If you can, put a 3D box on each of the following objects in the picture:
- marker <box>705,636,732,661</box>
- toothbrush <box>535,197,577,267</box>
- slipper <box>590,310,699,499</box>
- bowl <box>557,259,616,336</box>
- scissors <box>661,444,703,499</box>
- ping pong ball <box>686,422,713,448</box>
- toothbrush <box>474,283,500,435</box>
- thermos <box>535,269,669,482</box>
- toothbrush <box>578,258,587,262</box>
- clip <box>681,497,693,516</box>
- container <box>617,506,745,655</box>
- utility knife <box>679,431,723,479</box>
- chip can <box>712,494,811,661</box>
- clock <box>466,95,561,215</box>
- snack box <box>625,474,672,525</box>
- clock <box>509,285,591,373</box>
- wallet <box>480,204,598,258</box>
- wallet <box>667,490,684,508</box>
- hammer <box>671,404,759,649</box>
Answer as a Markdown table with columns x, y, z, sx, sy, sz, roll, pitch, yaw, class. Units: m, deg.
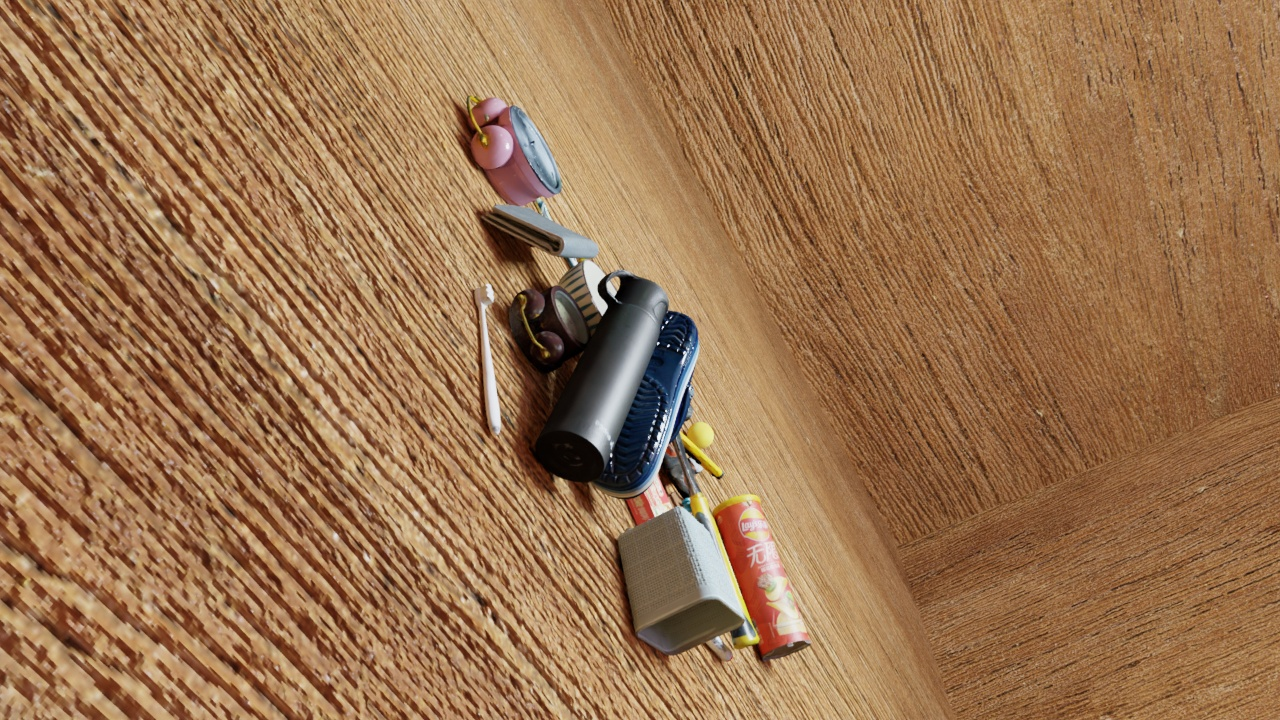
| x | y | z | sx | sy | sz | roll | pitch | yaw | class |
| --- | --- | --- | --- | --- | --- | --- | --- | --- | --- |
| 0.067 | 0.298 | 1.025 | 0.145 | 0.017 | 0.017 | 53 | 18 | -36 | marker |
| -0.125 | -0.199 | 1.206 | 0.191 | 0.018 | 0.016 | 61 | 15 | -11 | toothbrush |
| -0.003 | 0.049 | 0.989 | 0.095 | 0.105 | 0.252 | 79 | 25 | -44 | slipper |
| -0.063 | -0.053 | 1.074 | 0.116 | 0.066 | 0.116 | 56 | 16 | -25 | bowl |
| 0.059 | 0.133 | 1.270 | 0.139 | 0.022 | 0.234 | 55 | 10 | -9 | scissors |
| 0.090 | 0.113 | 1.375 | 0.040 | 0.040 | 0.040 | 56 | 16 | -26 | ping pong ball |
| -0.136 | -0.005 | 0.833 | 0.016 | 0.016 | 0.179 | 46 | 23 | -45 | toothbrush |
| -0.038 | 0.003 | 0.912 | 0.090 | 0.069 | 0.241 | 48 | 39 | -24 | thermos |
| -0.049 | -0.067 | 1.245 | 0.015 | 0.017 | 0.190 | 31 | 36 | -66 | toothbrush |
| 0.066 | 0.188 | 1.165 | 0.055 | 0.013 | 0.034 | 54 | 11 | -53 | clip |
| 0.037 | 0.218 | 0.918 | 0.090 | 0.090 | 0.111 | 48 | 18 | -47 | container |
| 0.058 | 0.114 | 1.267 | 0.176 | 0.015 | 0.033 | 44 | -16 | -26 | utility knife |
| 0.165 | 0.297 | 1.263 | 0.073 | 0.073 | 0.216 | 39 | 29 | -59 | chip can |
| -0.158 | -0.253 | 1.100 | 0.158 | 0.060 | 0.117 | 50 | 21 | -48 | clock |
| 0.003 | 0.146 | 1.044 | 0.153 | 0.025 | 0.075 | 66 | 15 | 7 | snack box |
| -0.096 | -0.033 | 0.944 | 0.082 | 0.055 | 0.121 | 66 | 16 | 7 | clock |
| -0.114 | -0.143 | 1.043 | 0.106 | 0.037 | 0.129 | 27 | 11 | 10 | wallet |
| 0.055 | 0.212 | 1.131 | 0.101 | 0.020 | 0.115 | 64 | 11 | 6 | wallet |
| 0.072 | 0.185 | 1.105 | 0.126 | 0.032 | 0.323 | 21 | 46 | -59 | hammer |
